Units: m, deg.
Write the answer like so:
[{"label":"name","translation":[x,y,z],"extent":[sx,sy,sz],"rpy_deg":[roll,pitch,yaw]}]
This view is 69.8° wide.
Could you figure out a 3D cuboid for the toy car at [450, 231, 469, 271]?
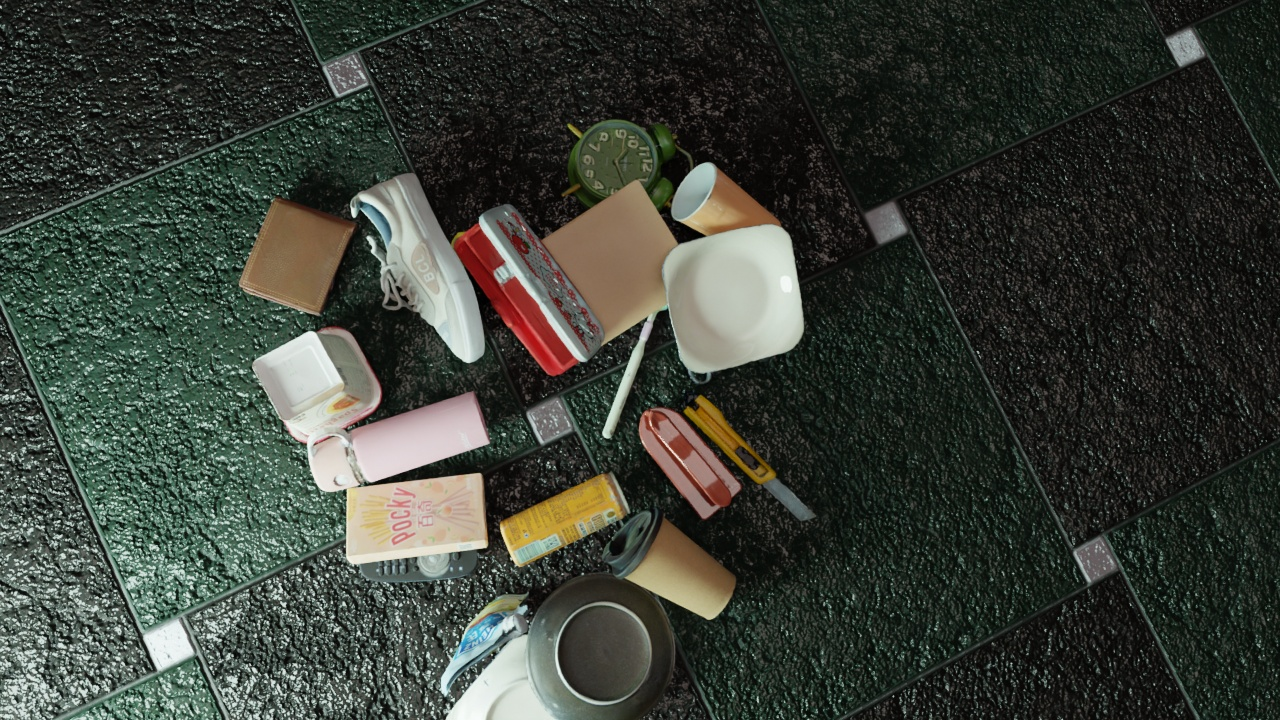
[{"label":"toy car","translation":[-0.179,-0.128,1.115],"extent":[0.105,0.032,0.048],"rpy_deg":[14,82,-5]}]

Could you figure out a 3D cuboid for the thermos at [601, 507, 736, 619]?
[{"label":"thermos","translation":[0.036,0.238,1.068],"extent":[0.143,0.093,0.093],"rpy_deg":[35,81,-9]}]

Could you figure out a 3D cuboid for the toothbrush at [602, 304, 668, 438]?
[{"label":"toothbrush","translation":[-0.007,0.007,1.122],"extent":[0.020,0.029,0.189],"rpy_deg":[16,81,40]}]

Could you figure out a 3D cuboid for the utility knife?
[{"label":"utility knife","translation":[0.132,0.118,1.122],"extent":[0.223,0.015,0.033],"rpy_deg":[44,84,1]}]

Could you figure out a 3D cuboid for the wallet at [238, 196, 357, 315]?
[{"label":"wallet","translation":[-0.407,-0.124,1.096],"extent":[0.101,0.032,0.124],"rpy_deg":[19,82,-6]}]

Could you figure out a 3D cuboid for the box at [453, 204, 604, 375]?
[{"label":"box","translation":[-0.126,-0.078,1.049],"extent":[0.095,0.100,0.201],"rpy_deg":[-36,98,2]}]

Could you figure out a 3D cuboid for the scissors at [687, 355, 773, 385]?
[{"label":"scissors","translation":[0.096,-0.053,1.140],"extent":[0.159,0.014,0.181],"rpy_deg":[15,82,-4]}]

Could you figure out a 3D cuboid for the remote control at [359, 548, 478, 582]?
[{"label":"remote control","translation":[-0.257,0.230,1.069],"extent":[0.136,0.024,0.053],"rpy_deg":[-2,78,-5]}]

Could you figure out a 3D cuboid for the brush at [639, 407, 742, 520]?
[{"label":"brush","translation":[0.054,0.115,1.089],"extent":[0.063,0.069,0.146],"rpy_deg":[-39,88,-10]}]

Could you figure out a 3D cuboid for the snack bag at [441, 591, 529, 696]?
[{"label":"snack bag","translation":[-0.163,0.296,0.986],"extent":[0.110,0.191,0.039],"rpy_deg":[-31,88,-8]}]

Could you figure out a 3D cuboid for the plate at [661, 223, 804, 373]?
[{"label":"plate","translation":[0.110,-0.076,1.102],"extent":[0.163,0.034,0.164],"rpy_deg":[-14,106,-9]}]

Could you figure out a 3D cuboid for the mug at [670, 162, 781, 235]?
[{"label":"mug","translation":[0.108,-0.175,1.110],"extent":[0.122,0.078,0.078],"rpy_deg":[28,80,-30]}]

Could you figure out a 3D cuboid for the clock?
[{"label":"clock","translation":[-0.014,-0.238,1.131],"extent":[0.161,0.056,0.116],"rpy_deg":[4,84,-5]}]

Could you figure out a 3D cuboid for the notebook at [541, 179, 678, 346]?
[{"label":"notebook","translation":[-0.052,-0.100,1.105],"extent":[0.208,0.008,0.148],"rpy_deg":[-33,99,2]}]

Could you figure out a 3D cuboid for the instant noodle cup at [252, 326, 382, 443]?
[{"label":"instant noodle cup","translation":[-0.368,0.023,1.033],"extent":[0.116,0.124,0.116],"rpy_deg":[-30,86,-8]}]

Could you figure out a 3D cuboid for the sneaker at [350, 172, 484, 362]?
[{"label":"sneaker","translation":[-0.263,-0.102,1.072],"extent":[0.090,0.090,0.242],"rpy_deg":[-23,82,-23]}]

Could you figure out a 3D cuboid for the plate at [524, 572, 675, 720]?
[{"label":"plate","translation":[-0.043,0.336,1.057],"extent":[0.179,0.024,0.179],"rpy_deg":[4,74,-14]}]

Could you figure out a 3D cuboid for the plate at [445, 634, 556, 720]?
[{"label":"plate","translation":[-0.126,0.419,1.054],"extent":[0.163,0.034,0.164],"rpy_deg":[40,82,0]}]

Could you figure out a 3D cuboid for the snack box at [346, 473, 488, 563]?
[{"label":"snack box","translation":[-0.258,0.182,1.061],"extent":[0.157,0.026,0.084],"rpy_deg":[-6,62,-7]}]

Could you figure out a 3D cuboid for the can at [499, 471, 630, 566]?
[{"label":"can","translation":[-0.089,0.185,1.073],"extent":[0.146,0.058,0.058],"rpy_deg":[-24,86,-8]}]

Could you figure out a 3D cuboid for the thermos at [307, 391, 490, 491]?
[{"label":"thermos","translation":[-0.280,0.088,1.056],"extent":[0.198,0.087,0.067],"rpy_deg":[-16,41,-7]}]
